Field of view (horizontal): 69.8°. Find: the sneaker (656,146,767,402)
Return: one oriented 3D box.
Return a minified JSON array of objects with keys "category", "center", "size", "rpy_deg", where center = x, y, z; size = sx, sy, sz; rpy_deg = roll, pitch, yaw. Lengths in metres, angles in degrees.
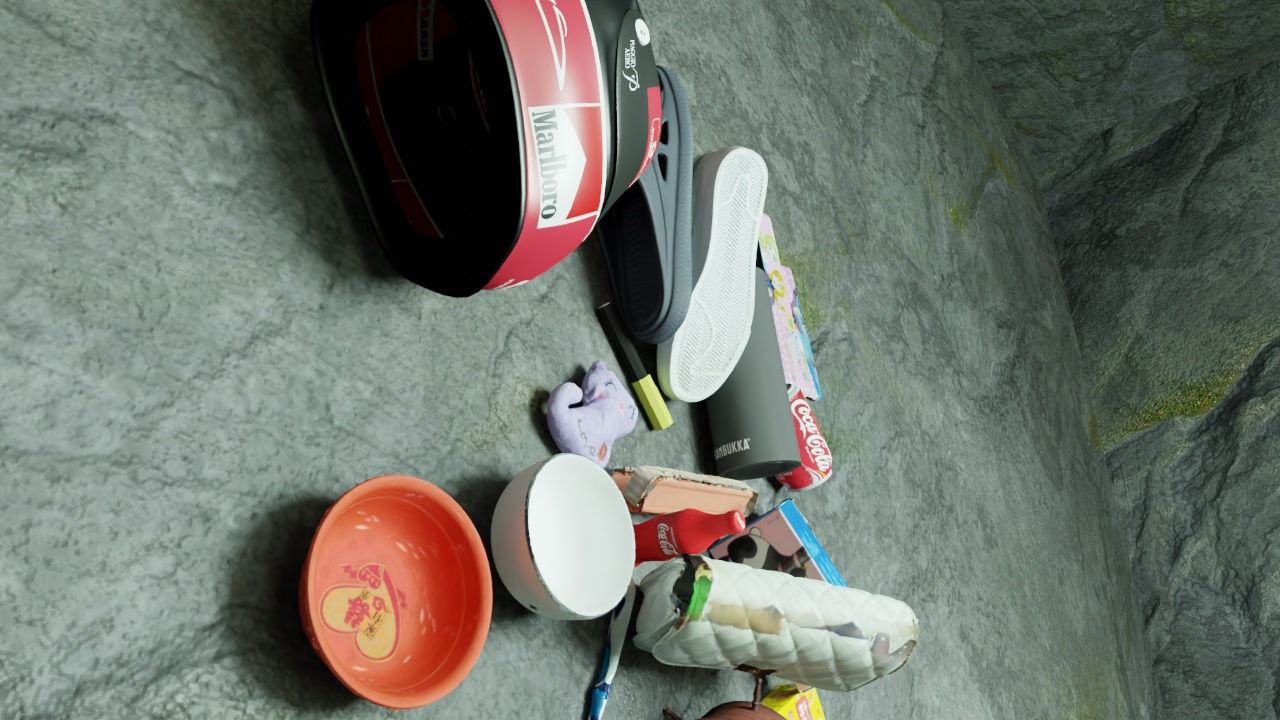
[{"category":"sneaker","center":[0.055,-0.081,0.876],"size":[0.089,0.091,0.242],"rpy_deg":[10,93,-32]}]

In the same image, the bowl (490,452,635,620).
[{"category":"bowl","center":[-0.061,0.126,0.642],"size":[0.113,0.063,0.113],"rpy_deg":[31,49,-43]}]

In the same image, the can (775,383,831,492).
[{"category":"can","center":[0.160,0.082,0.979],"size":[0.064,0.064,0.105],"rpy_deg":[-39,105,-55]}]

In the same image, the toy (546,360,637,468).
[{"category":"toy","center":[-0.039,0.041,0.745],"size":[0.080,0.037,0.099],"rpy_deg":[57,37,-20]}]

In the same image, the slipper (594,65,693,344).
[{"category":"slipper","center":[-0.012,-0.147,0.840],"size":[0.083,0.111,0.267],"rpy_deg":[7,71,-32]}]

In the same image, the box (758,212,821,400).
[{"category":"box","center":[0.166,-0.064,1.095],"size":[0.159,0.035,0.230],"rpy_deg":[6,69,-53]}]

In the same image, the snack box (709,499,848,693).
[{"category":"snack box","center":[0.140,0.213,0.828],"size":[0.154,0.088,0.033],"rpy_deg":[58,31,9]}]

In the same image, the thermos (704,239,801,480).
[{"category":"thermos","center":[0.099,-0.006,0.923],"size":[0.082,0.082,0.240],"rpy_deg":[16,60,-51]}]

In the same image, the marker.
[{"category":"marker","center":[-0.005,0.005,0.829],"size":[0.021,0.018,0.124],"rpy_deg":[-36,102,-56]}]

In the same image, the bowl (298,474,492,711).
[{"category":"bowl","center":[-0.148,0.134,0.531],"size":[0.130,0.045,0.130],"rpy_deg":[30,50,-44]}]

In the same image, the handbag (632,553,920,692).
[{"category":"handbag","center":[0.098,0.208,0.712],"size":[0.194,0.139,0.072],"rpy_deg":[14,60,-15]}]

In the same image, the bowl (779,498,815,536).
[{"category":"bowl","center":[0.143,0.191,0.890],"size":[0.110,0.055,0.110],"rpy_deg":[156,-86,-89]}]

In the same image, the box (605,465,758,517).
[{"category":"box","center":[0.034,0.121,0.816],"size":[0.188,0.064,0.056],"rpy_deg":[21,92,-52]}]

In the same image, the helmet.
[{"category":"helmet","center":[-0.091,-0.195,0.653],"size":[0.224,0.198,0.271],"rpy_deg":[-28,104,-56]}]

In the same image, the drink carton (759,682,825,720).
[{"category":"drink carton","center":[0.120,0.334,0.808],"size":[0.134,0.043,0.058],"rpy_deg":[-7,78,-56]}]

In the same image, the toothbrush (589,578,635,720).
[{"category":"toothbrush","center":[-0.031,0.239,0.670],"size":[0.017,0.016,0.188],"rpy_deg":[40,43,-22]}]

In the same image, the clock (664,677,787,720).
[{"category":"clock","center":[0.079,0.331,0.686],"size":[0.072,0.121,0.157],"rpy_deg":[-7,70,-63]}]

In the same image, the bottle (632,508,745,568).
[{"category":"bottle","center":[0.027,0.136,0.712],"size":[0.036,0.119,0.036],"rpy_deg":[30,50,-44]}]
